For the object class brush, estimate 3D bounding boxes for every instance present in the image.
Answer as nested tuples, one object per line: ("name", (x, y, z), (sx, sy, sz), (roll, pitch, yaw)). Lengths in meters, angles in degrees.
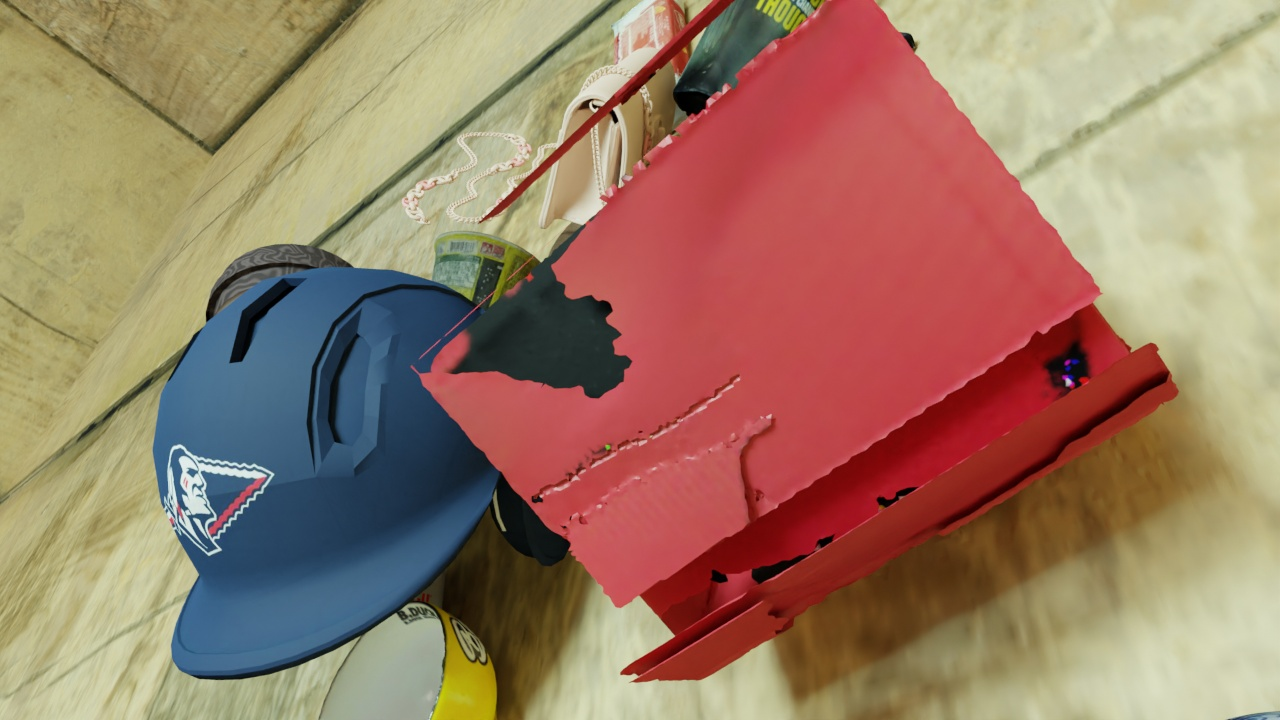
("brush", (0.006, -0.079, 0.686), (0.030, 0.041, 0.172), (9, 61, 34))

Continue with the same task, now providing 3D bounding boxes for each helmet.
("helmet", (-0.180, 0.063, 0.549), (0.233, 0.223, 0.271), (-12, 39, 31))

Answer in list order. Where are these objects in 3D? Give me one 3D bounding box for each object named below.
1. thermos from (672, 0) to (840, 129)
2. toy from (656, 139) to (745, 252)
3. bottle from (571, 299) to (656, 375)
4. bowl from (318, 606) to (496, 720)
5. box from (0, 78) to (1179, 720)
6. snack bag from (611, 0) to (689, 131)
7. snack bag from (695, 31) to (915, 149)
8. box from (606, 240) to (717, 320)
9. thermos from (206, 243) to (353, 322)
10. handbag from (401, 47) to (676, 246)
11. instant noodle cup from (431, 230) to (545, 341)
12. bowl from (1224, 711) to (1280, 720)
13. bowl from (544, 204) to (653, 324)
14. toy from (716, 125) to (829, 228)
("thermos", (0.109, -0.282, 0.712), (0.098, 0.098, 0.220), (23, 82, 56))
("toy", (0.062, -0.122, 0.660), (0.103, 0.071, 0.090), (-15, 56, 11))
("bottle", (-0.003, 0.003, 0.585), (0.063, 0.063, 0.109), (-48, 31, 5))
("bowl", (-0.126, 0.206, 0.530), (0.117, 0.067, 0.117), (-32, 38, 28))
("box", (0.039, 0.028, 0.278), (0.212, 0.409, 0.107), (-37, 73, 21))
("snack bag", (0.009, -0.281, 0.875), (0.078, 0.041, 0.224), (-31, 36, 27))
("snack bag", (0.111, -0.183, 0.618), (0.154, 0.018, 0.075), (-36, 24, -27))
("box", (0.037, -0.032, 0.573), (0.078, 0.054, 0.187), (-9, 30, -19))
("thermos", (-0.351, 0.017, 0.910), (0.173, 0.172, 0.225), (-36, 42, 22))
("handbag", (-0.076, -0.179, 0.694), (0.198, 0.187, 0.117), (-63, -13, -56))
("instant noodle cup", (-0.139, -0.040, 0.776), (0.102, 0.102, 0.108), (-8, 62, 47))
("bowl", (0.178, 0.144, 0.243), (0.114, 0.045, 0.114), (-31, 38, 28))
("bowl", (-0.043, -0.088, 0.751), (0.120, 0.032, 0.119), (-31, 37, 28))
("toy", (0.090, -0.116, 0.594), (0.100, 0.062, 0.076), (34, 96, 52))
